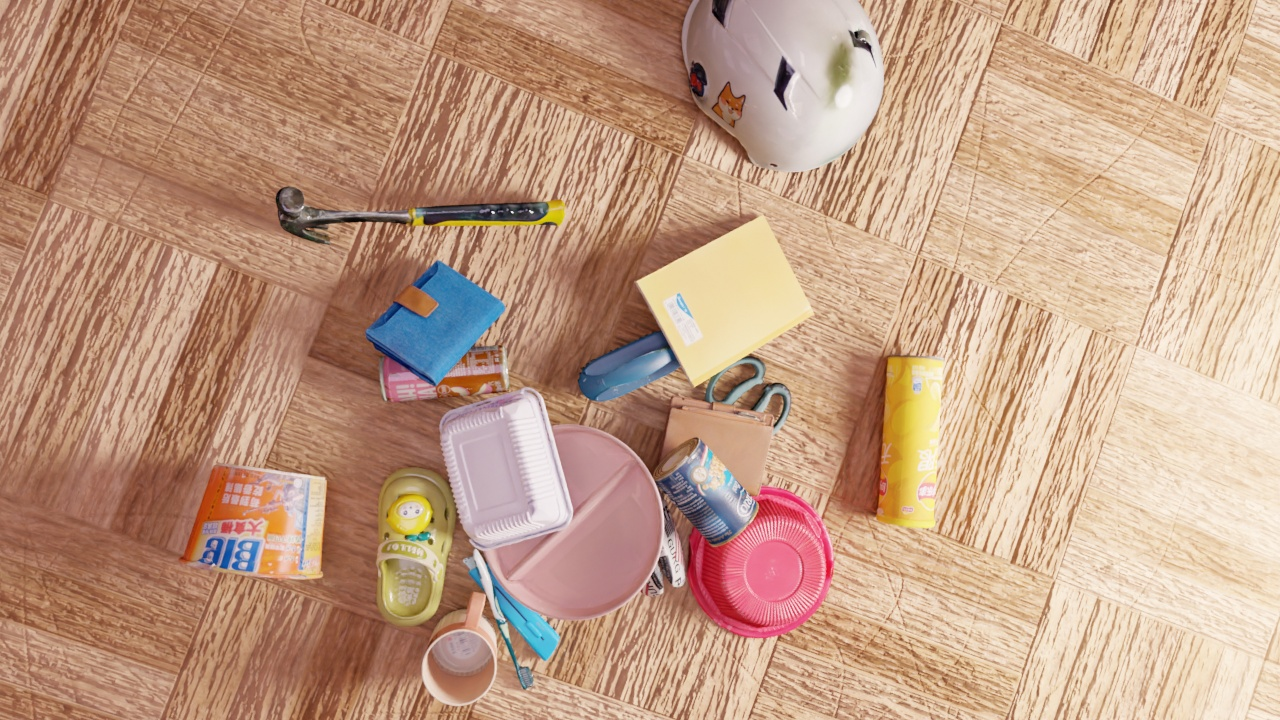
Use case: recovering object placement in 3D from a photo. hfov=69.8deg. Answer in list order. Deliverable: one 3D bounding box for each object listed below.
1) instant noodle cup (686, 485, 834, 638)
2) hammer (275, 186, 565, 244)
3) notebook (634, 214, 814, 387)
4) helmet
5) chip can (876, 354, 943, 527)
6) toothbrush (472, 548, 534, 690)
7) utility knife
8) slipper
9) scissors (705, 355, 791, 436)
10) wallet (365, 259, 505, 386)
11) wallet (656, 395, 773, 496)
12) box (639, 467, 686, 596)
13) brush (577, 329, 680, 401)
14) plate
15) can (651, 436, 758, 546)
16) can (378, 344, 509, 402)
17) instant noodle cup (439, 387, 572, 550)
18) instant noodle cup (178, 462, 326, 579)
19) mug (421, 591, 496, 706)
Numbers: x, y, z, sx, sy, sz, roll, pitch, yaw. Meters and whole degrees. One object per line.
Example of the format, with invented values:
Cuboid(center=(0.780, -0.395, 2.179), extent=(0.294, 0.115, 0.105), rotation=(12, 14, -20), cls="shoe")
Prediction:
Cuboid(center=(0.156, 0.255, 1.135), extent=(0.194, 0.066, 0.194), rotation=(0, 90, -7), cls="instant noodle cup")
Cuboid(center=(-0.250, -0.169, 1.071), extent=(0.323, 0.126, 0.032), rotation=(-4, 83, -18), cls="hammer")
Cuboid(center=(0.108, -0.077, 1.126), extent=(0.205, 0.010, 0.146), rotation=(-30, 94, -26), cls="notebook")
Cuboid(center=(0.181, -0.370, 1.097), extent=(0.230, 0.157, 0.274), rotation=(-32, 94, -7), cls="helmet")
Cuboid(center=(0.341, 0.101, 1.159), extent=(0.072, 0.072, 0.213), rotation=(5, 88, -8), cls="chip can")
Cuboid(center=(-0.164, 0.311, 1.101), extent=(0.018, 0.016, 0.191), rotation=(-16, 101, 9), cls="toothbrush")
Cuboid(center=(-0.157, 0.296, 1.115), extent=(0.034, 0.018, 0.159), rotation=(-42, 94, -6), cls="utility knife")
Cuboid(center=(-0.265, 0.222, 1.070), extent=(0.091, 0.081, 0.190), rotation=(5, 91, -11), cls="slipper")
Cuboid(center=(0.098, 0.060, 1.150), extent=(0.185, 0.019, 0.130), rotation=(-27, 94, -8), cls="scissors")
Cuboid(center=(-0.238, -0.046, 1.068), extent=(0.106, 0.040, 0.132), rotation=(33, 61, 10), cls="wallet")
Cuboid(center=(0.091, 0.105, 1.127), extent=(0.132, 0.031, 0.108), rotation=(10, 97, -6), cls="wallet")
Cuboid(center=(-0.006, 0.209, 1.120), extent=(0.088, 0.076, 0.163), rotation=(-19, 94, 14), cls="box")
Cuboid(center=(-0.007, 0.006, 1.110), extent=(0.143, 0.073, 0.055), rotation=(-24, 98, -9), cls="brush")
Cuboid(center=(-0.082, 0.190, 1.085), extent=(0.230, 0.028, 0.229), rotation=(-1, 87, 14), cls="plate")
Cuboid(center=(0.075, 0.153, 1.080), extent=(0.075, 0.075, 0.111), rotation=(-42, 99, -6), cls="can")
Cuboid(center=(-0.231, 0.015, 1.086), extent=(0.147, 0.058, 0.058), rotation=(-5, 90, -8), cls="can")
Cuboid(center=(-0.166, 0.128, 1.065), extent=(0.138, 0.060, 0.173), rotation=(-17, 82, 14), cls="instant noodle cup")
Cuboid(center=(-0.421, 0.177, 1.020), extent=(0.151, 0.151, 0.111), rotation=(9, 80, -8), cls="instant noodle cup")
Cuboid(center=(-0.203, 0.325, 1.063), extent=(0.081, 0.106, 0.114), rotation=(15, 87, -8), cls="mug")
